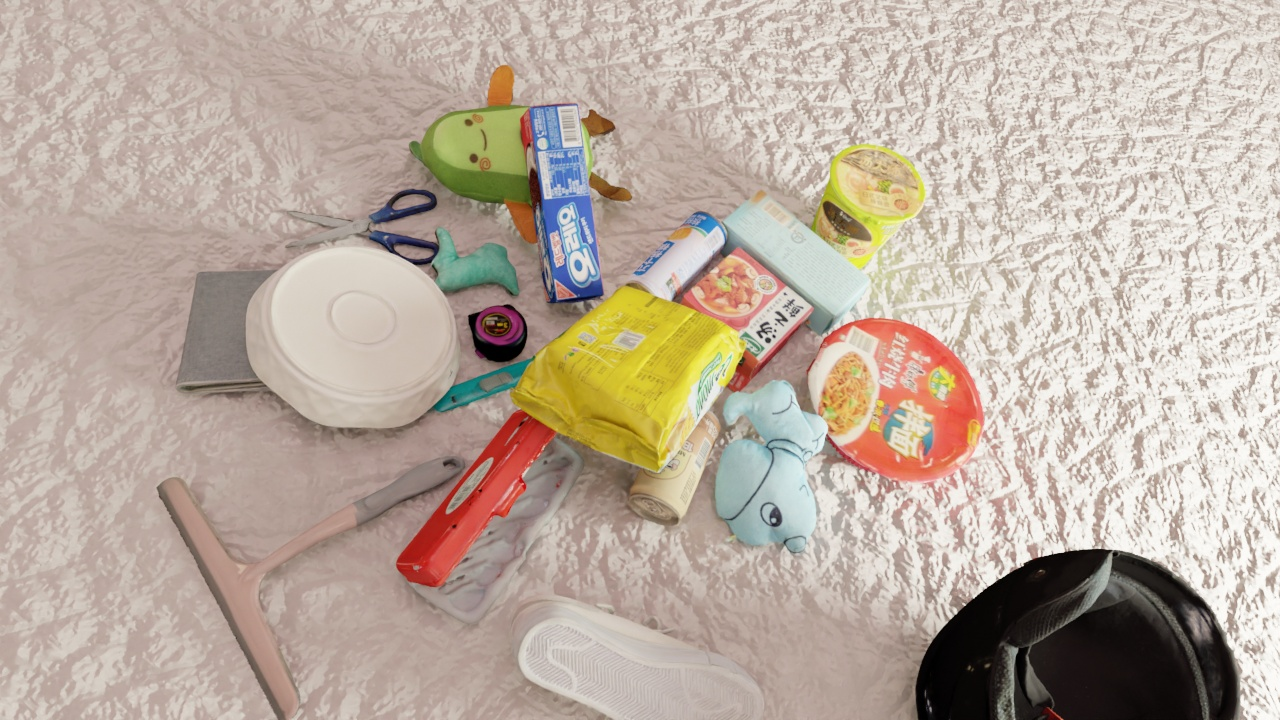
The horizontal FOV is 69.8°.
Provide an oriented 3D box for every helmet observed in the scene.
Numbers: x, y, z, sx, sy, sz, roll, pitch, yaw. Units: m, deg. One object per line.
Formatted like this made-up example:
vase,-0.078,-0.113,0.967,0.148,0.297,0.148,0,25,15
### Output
helmet,0.376,0.287,0.787,0.274,0.231,0.233,-18,76,-31

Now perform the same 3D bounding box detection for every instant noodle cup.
instant noodle cup,0.253,-0.168,1.068,0.111,0.124,0.111,5,60,-9
instant noodle cup,0.263,0.050,0.985,0.193,0.066,0.193,5,62,-10

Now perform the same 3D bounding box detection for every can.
can,0.040,-0.109,1.029,0.053,0.053,0.134,38,61,9
can,0.035,0.101,0.911,0.058,0.059,0.116,25,60,2

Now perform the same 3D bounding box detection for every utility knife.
utility knife,-0.159,0.027,0.935,0.186,0.013,0.029,-21,61,-21

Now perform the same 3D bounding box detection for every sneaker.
sneaker,-0.007,0.270,0.807,0.242,0.091,0.089,27,88,-18

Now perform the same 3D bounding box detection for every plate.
plate,-0.273,-0.031,0.895,0.204,0.046,0.204,13,55,-19

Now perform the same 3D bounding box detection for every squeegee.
squeegee,-0.268,0.147,0.833,0.249,0.040,0.247,-29,71,-25

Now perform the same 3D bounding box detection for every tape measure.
tape measure,-0.147,-0.027,0.953,0.057,0.039,0.058,-20,63,-21

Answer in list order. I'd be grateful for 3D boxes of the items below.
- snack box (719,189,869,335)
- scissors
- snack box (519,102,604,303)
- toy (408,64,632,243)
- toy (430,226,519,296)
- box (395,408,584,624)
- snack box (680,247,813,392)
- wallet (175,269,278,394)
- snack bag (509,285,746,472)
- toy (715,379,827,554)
snack box,0.173,-0.114,1.062,0.175,0.052,0.074,42,63,13
scissors,-0.293,-0.149,1.003,0.162,0.012,0.162,31,61,5
snack box,-0.083,-0.163,0.976,0.057,0.058,0.207,-10,95,-18
toy,-0.132,-0.234,1.039,0.246,0.090,0.226,-6,69,-20
toy,-0.184,-0.105,0.991,0.091,0.030,0.096,-15,75,-22
box,-0.127,0.142,0.854,0.098,0.095,0.200,47,57,-19
snack box,0.108,-0.046,1.015,0.113,0.044,0.126,41,62,11
wallet,-0.390,-0.029,0.903,0.106,0.037,0.129,-2,60,-4
snack bag,-0.005,0.005,0.885,0.158,0.068,0.245,22,31,14
toy,0.127,0.111,0.916,0.156,0.050,0.161,-43,85,-3
